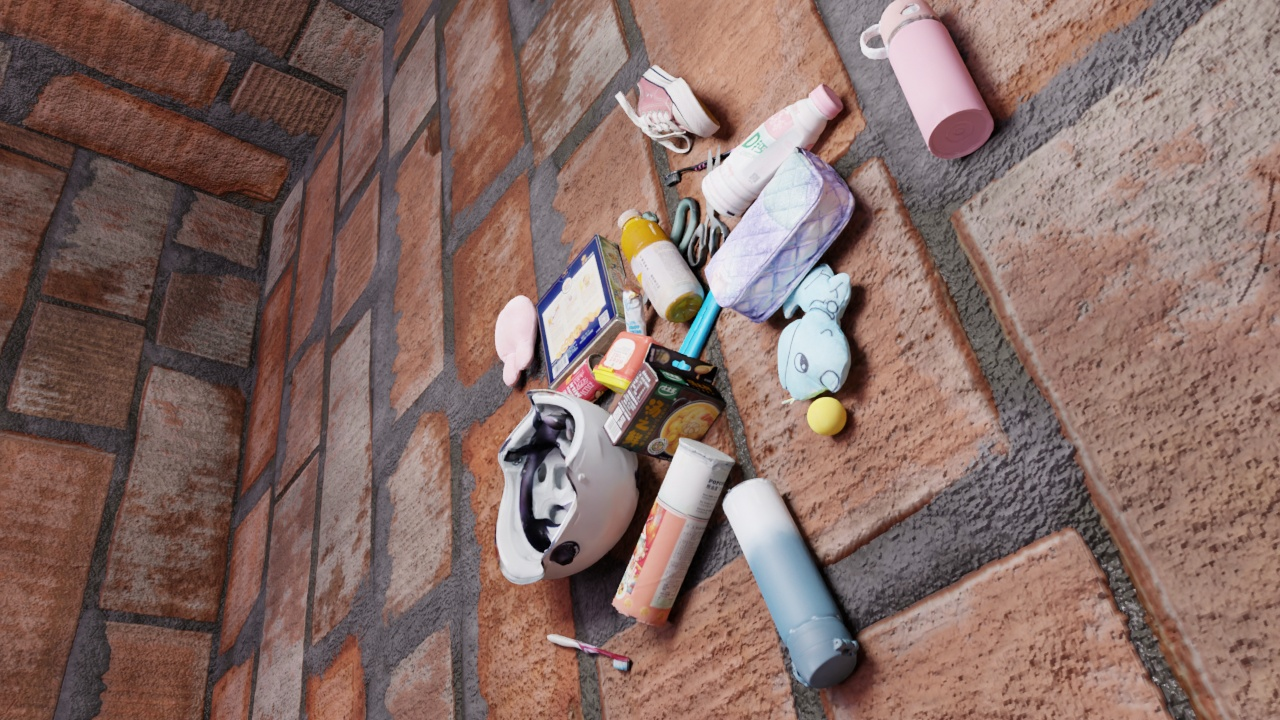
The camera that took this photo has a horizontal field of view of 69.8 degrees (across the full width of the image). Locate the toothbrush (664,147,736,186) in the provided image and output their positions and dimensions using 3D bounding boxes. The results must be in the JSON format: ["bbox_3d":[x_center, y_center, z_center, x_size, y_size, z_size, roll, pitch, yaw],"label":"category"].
[{"bbox_3d":[0.094,-0.275,1.290,0.190,0.014,0.017,-9,77,52],"label":"toothbrush"}]

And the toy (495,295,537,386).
[{"bbox_3d":[-0.212,-0.033,1.562,0.122,0.054,0.159,-48,39,41],"label":"toy"}]

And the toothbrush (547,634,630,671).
[{"bbox_3d":[-0.071,0.380,1.200,0.188,0.016,0.017,-7,78,52],"label":"toothbrush"}]

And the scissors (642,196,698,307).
[{"bbox_3d":[0.037,-0.163,1.310,0.177,0.019,0.174,-36,46,39],"label":"scissors"}]

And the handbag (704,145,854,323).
[{"bbox_3d":[0.161,-0.143,1.075,0.194,0.075,0.134,-52,29,25],"label":"handbag"}]

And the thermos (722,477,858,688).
[{"bbox_3d":[0.148,0.221,0.927,0.070,0.070,0.220,-51,39,27],"label":"thermos"}]

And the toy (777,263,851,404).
[{"bbox_3d":[0.189,-0.025,1.004,0.156,0.049,0.161,-64,26,10],"label":"toy"}]

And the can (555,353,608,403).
[{"bbox_3d":[-0.093,0.049,1.357,0.133,0.053,0.053,-45,42,33],"label":"can"}]

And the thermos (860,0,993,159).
[{"bbox_3d":[0.295,-0.300,0.963,0.087,0.067,0.198,-17,56,9],"label":"thermos"}]

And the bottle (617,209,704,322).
[{"bbox_3d":[0.021,-0.134,1.249,0.068,0.068,0.189,-50,50,27],"label":"bottle"}]

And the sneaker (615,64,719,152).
[{"bbox_3d":[0.038,-0.360,1.330,0.088,0.118,0.241,-43,33,7],"label":"sneaker"}]

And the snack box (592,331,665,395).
[{"bbox_3d":[-0.007,0.007,1.238,0.091,0.082,0.080,16,77,55],"label":"snack box"}]

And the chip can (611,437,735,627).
[{"bbox_3d":[0.039,0.203,1.083,0.071,0.071,0.215,29,99,56],"label":"chip can"}]

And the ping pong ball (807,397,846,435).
[{"bbox_3d":[0.195,0.059,0.961,0.040,0.040,0.040,-29,52,45],"label":"ping pong ball"}]

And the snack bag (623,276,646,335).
[{"bbox_3d":[-0.008,-0.062,1.285,0.048,0.026,0.104,43,147,50],"label":"snack bag"}]

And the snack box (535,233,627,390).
[{"bbox_3d":[-0.088,-0.071,1.416,0.178,0.045,0.182,-45,42,33],"label":"snack box"}]

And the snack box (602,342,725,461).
[{"bbox_3d":[0.033,0.056,1.124,0.126,0.113,0.053,-57,37,20],"label":"snack box"}]

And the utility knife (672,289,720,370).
[{"bbox_3d":[0.087,-0.062,1.192,0.034,0.018,0.205,36,102,56],"label":"utility knife"}]

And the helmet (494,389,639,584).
[{"bbox_3d":[-0.088,0.172,1.209,0.229,0.145,0.259,48,124,55],"label":"helmet"}]

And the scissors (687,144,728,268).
[{"bbox_3d":[0.101,-0.208,1.241,0.171,0.014,0.150,-63,36,16],"label":"scissors"}]

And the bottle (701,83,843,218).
[{"bbox_3d":[0.164,-0.260,1.140,0.197,0.068,0.068,-39,45,33],"label":"bottle"}]
